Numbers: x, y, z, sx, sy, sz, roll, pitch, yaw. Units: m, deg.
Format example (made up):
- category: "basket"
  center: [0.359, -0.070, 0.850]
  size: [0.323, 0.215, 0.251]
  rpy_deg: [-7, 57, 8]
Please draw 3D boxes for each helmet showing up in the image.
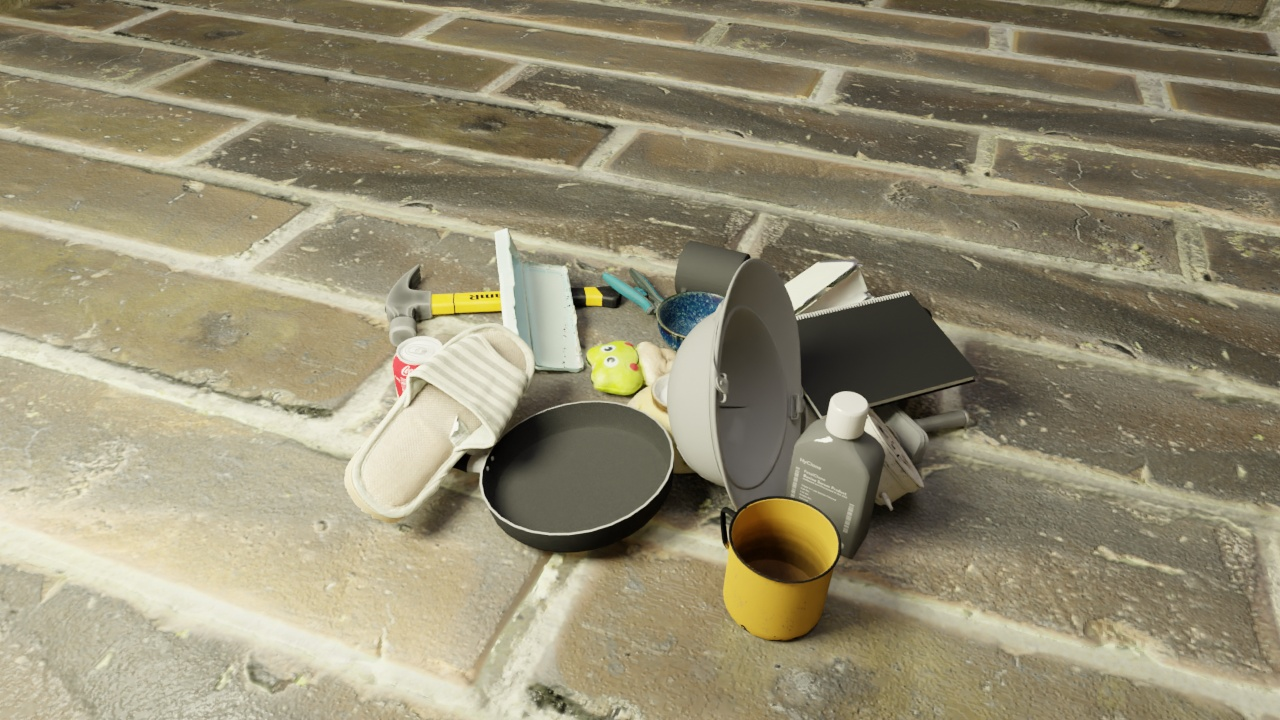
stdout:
- category: "helmet"
  center: [0.081, 0.033, 0.966]
  size: [0.118, 0.271, 0.183]
  rpy_deg: [-5, -12, 36]

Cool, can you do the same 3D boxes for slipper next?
- category: "slipper"
  center: [-0.201, 0.055, 0.963]
  size: [0.114, 0.054, 0.271]
  rpy_deg: [43, 50, -6]

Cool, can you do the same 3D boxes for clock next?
- category: "clock"
  center: [0.252, 0.103, 0.999]
  size: [0.103, 0.061, 0.156]
  rpy_deg: [53, 16, 1]

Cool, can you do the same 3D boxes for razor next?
- category: "razor"
  center: [0.336, 0.075, 1.073]
  size: [0.116, 0.047, 0.088]
  rpy_deg: [-8, 37, -25]

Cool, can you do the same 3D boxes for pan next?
- category: "pan"
  center: [-0.138, 0.118, 0.985]
  size: [0.356, 0.044, 0.203]
  rpy_deg: [1, 37, 14]

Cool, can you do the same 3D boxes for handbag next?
- category: "handbag"
  center: [0.204, -0.070, 1.229]
  size: [0.151, 0.074, 0.176]
  rpy_deg: [-35, 22, -24]

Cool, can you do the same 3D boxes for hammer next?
- category: "hammer"
  center: [-0.187, -0.085, 1.272]
  size: [0.324, 0.034, 0.169]
  rpy_deg: [-3, 36, -9]

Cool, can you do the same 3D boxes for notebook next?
- category: "notebook"
  center: [0.263, -0.010, 1.066]
  size: [0.206, 0.016, 0.149]
  rpy_deg: [-13, 49, -17]

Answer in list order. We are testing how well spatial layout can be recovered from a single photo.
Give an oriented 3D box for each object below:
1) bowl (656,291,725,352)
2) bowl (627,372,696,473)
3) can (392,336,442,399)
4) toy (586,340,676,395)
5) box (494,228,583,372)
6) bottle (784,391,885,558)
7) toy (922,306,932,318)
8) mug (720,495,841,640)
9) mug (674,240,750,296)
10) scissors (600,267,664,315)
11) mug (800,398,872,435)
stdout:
- category: "bowl"
  center: [0.077, -0.036, 1.188]
  size: [0.114, 0.061, 0.114]
  rpy_deg: [0, 35, 0]
- category: "bowl"
  center: [0.046, 0.059, 1.059]
  size: [0.145, 0.063, 0.145]
  rpy_deg: [0, 37, -1]
- category: "can"
  center: [-0.247, 0.029, 1.050]
  size: [0.064, 0.105, 0.064]
  rpy_deg: [1, 37, -1]
- category: "toy"
  center: [-0.007, 0.007, 1.143]
  size: [0.117, 0.043, 0.092]
  rpy_deg: [-3, 36, -10]
- category: "box"
  center: [-0.137, -0.077, 1.193]
  size: [0.126, 0.074, 0.197]
  rpy_deg: [13, 44, -27]
- category: "bottle"
  center: [0.193, 0.108, 0.906]
  size: [0.084, 0.174, 0.046]
  rpy_deg: [23, 42, 25]
- category: "toy"
  center: [0.299, -0.019, 1.149]
  size: [0.175, 0.096, 0.112]
  rpy_deg: [-36, 48, -15]
- category: "mug"
  center: [0.120, 0.190, 0.861]
  size: [0.100, 0.094, 0.124]
  rpy_deg: [-30, 49, -33]
- category: "mug"
  center: [0.096, -0.106, 1.281]
  size: [0.088, 0.078, 0.113]
  rpy_deg: [16, 66, 17]
- category: "scissors"
  center: [0.006, -0.090, 1.279]
  size: [0.156, 0.019, 0.124]
  rpy_deg: [21, 31, -5]
- category: "mug"
  center: [0.214, 0.055, 1.080]
  size: [0.089, 0.071, 0.107]
  rpy_deg: [-3, 10, -14]
